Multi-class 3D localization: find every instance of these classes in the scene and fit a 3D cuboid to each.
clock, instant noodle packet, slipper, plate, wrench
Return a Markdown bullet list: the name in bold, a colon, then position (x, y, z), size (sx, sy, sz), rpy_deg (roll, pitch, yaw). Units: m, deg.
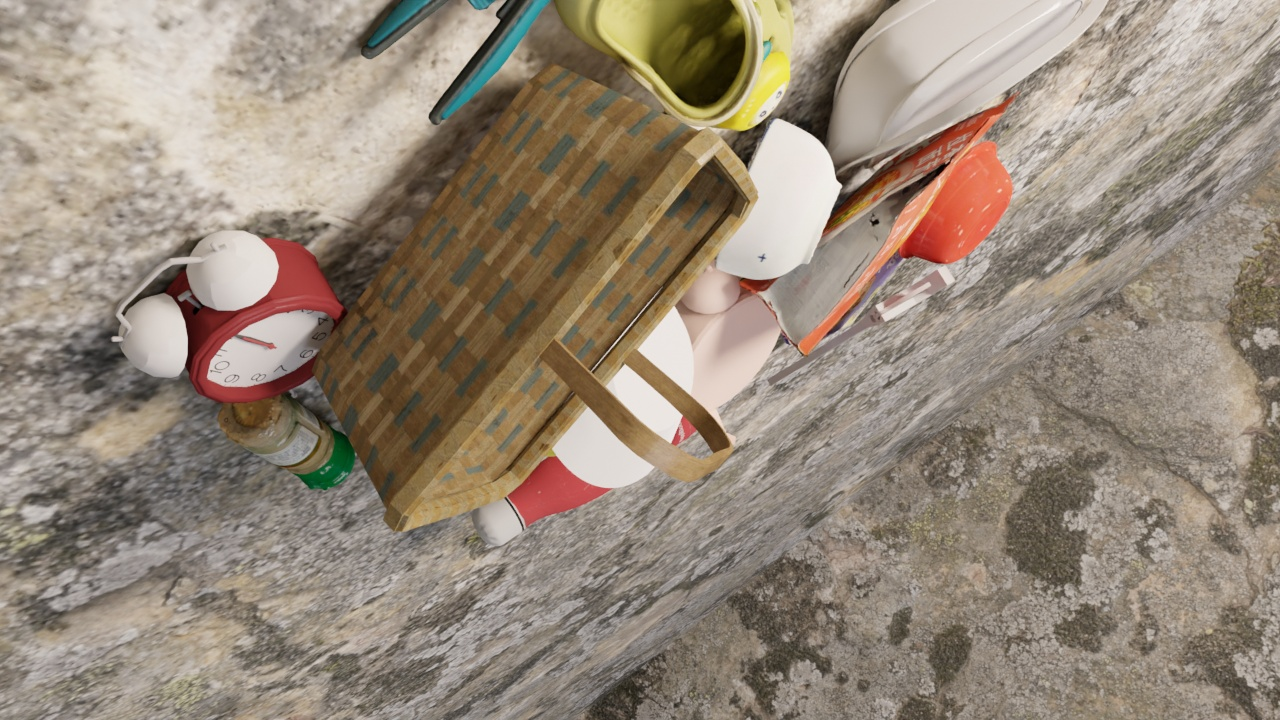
- **clock**: position (-0.201, -0.021, 0.463), size (0.087, 0.044, 0.124), rpy_deg (-40, 160, 9)
- **instant noodle packet**: position (0.202, -0.119, 0.724), size (0.222, 0.084, 0.164), rpy_deg (-43, 176, 37)
- **clock**: position (0.074, -0.015, 0.812), size (0.130, 0.086, 0.161), rpy_deg (-12, 126, -46)
- **slipper**: position (0.035, -0.166, 0.472), size (0.092, 0.081, 0.190), rpy_deg (-47, 154, 19)
- **plate**: position (-0.004, 0.004, 0.653), size (0.036, 0.174, 0.173), rpy_deg (-3, -177, 39)
- **wrench**: position (0.218, -0.028, 0.951), size (0.086, 0.018, 0.274), rpy_deg (-27, 173, -30)

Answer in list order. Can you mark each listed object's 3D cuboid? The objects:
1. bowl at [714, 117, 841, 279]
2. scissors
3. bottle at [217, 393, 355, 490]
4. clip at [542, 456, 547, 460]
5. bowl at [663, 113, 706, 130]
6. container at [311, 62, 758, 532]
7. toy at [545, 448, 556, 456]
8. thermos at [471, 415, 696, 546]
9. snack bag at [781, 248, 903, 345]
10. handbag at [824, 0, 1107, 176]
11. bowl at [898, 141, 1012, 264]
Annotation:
- **bowl**: position (0.102, -0.107, 0.649), size (0.113, 0.063, 0.113), rpy_deg (25, 88, -83)
- **scissors**: position (-0.059, -0.165, 0.391), size (0.149, 0.019, 0.131), rpy_deg (0, 118, -9)
- **bottle**: position (-0.221, 0.049, 0.580), size (0.043, 0.043, 0.111), rpy_deg (-34, 158, -7)
- **clip**: position (-0.128, 0.082, 0.780), size (0.163, 0.028, 0.106), rpy_deg (-6, 131, -54)
- **bowl**: position (0.013, -0.097, 0.604), size (0.118, 0.062, 0.118), rpy_deg (-31, 158, -14)
- **container**: position (-0.028, -0.008, 0.492), size (0.250, 0.186, 0.157), rpy_deg (-49, 168, 9)
- **toy**: position (-0.068, 0.014, 0.674), size (0.134, 0.092, 0.207), rpy_deg (-56, 147, 9)
- **thermos**: position (-0.052, 0.095, 0.866), size (0.239, 0.073, 0.073), rpy_deg (-32, 159, -22)
- **snack bag**: position (0.213, -0.104, 0.902), size (0.096, 0.058, 0.206), rpy_deg (-22, 152, -42)
- **handbag**: position (0.233, -0.208, 0.688), size (0.215, 0.095, 0.223), rpy_deg (-33, 171, -4)
- **bowl**: position (0.300, -0.136, 0.850), size (0.130, 0.045, 0.131), rpy_deg (-36, 155, -20)
